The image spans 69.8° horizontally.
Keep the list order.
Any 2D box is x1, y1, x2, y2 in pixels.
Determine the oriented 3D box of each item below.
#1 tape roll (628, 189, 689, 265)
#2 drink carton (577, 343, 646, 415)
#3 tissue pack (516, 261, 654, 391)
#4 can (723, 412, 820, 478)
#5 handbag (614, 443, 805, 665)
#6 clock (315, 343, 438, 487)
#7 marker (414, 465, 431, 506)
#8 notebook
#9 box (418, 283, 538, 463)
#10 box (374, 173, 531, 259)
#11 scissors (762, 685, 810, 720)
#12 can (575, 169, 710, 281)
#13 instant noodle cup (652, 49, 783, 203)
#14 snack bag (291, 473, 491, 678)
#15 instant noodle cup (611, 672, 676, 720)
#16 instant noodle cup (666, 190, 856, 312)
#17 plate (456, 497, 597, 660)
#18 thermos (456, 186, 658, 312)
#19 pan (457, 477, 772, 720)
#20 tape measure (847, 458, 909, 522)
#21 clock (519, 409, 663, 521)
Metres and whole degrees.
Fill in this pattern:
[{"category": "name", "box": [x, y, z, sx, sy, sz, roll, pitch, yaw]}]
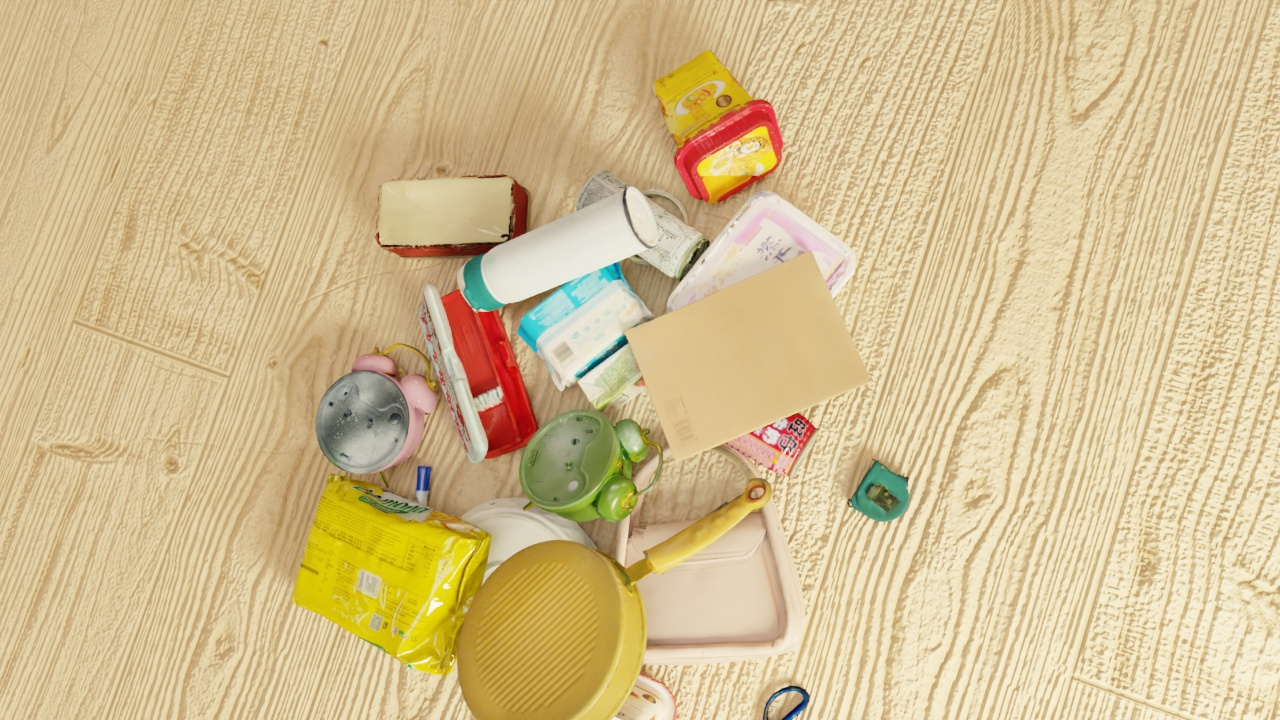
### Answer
[{"category": "tape roll", "box": [0.013, -0.150, 1.037, 0.086, 0.014, 0.085, -2, 81, 12]}, {"category": "drink carton", "box": [-0.006, 0.006, 0.999, 0.122, 0.053, 0.045, -36, 72, 6]}, {"category": "tissue pack", "box": [-0.060, -0.042, 1.012, 0.140, 0.063, 0.090, -38, 77, 5]}, {"category": "can", "box": [0.131, 0.074, 0.951, 0.094, 0.066, 0.066, 30, 89, 15]}, {"category": "handbag", "box": [0.063, 0.192, 0.952, 0.193, 0.093, 0.234, -8, 72, 12]}, {"category": "clock", "box": [-0.297, 0.055, 1.054, 0.117, 0.060, 0.158, 26, 90, 16]}, {"category": "marker", "box": [-0.252, 0.193, 1.046, 0.017, 0.017, 0.145, 1, 82, 13]}, {"category": "notebook", "box": [0.104, -0.004, 0.931, 0.212, 0.012, 0.149, -24, 74, 9]}, {"category": "box", "box": [-0.192, 0.010, 1.017, 0.095, 0.098, 0.201, -23, 78, 9]}, {"category": "box", "box": [-0.218, -0.168, 1.058, 0.168, 0.077, 0.091, 0, 83, 12]}, {"category": "scissors", "box": [0.123, 0.409, 0.934, 0.162, 0.012, 0.174, 43, 93, 14]}, {"category": "can", "box": [0.001, -0.147, 1.000, 0.147, 0.058, 0.058, 36, 91, 15]}, {"category": "instant noodle cup", "box": [0.078, -0.256, 0.993, 0.116, 0.116, 0.123, -29, 66, 7]}, {"category": "snack bag", "box": [-0.275, 0.228, 0.988, 0.247, 0.068, 0.158, 13, 86, 32]}, {"category": "instant noodle cup", "box": [-0.036, 0.373, 0.917, 0.117, 0.124, 0.116, 19, 86, 14]}, {"category": "instant noodle cup", "box": [0.128, -0.076, 0.977, 0.138, 0.060, 0.173, 39, 90, 15]}, {"category": "plate", "box": [-0.142, 0.250, 0.999, 0.205, 0.045, 0.204, -2, 82, 13]}, {"category": "thermos", "box": [-0.094, -0.113, 0.977, 0.225, 0.073, 0.073, -19, 78, 23]}, {"category": "pan", "box": [-0.021, 0.223, 0.889, 0.357, 0.078, 0.197, -42, 48, 2]}, {"category": "tape measure", "box": [0.247, 0.137, 0.938, 0.054, 0.025, 0.058, 32, 90, 16]}, {"category": "clock", "box": [-0.051, 0.113, 0.966, 0.161, 0.056, 0.116, -4, 57, 29]}]
